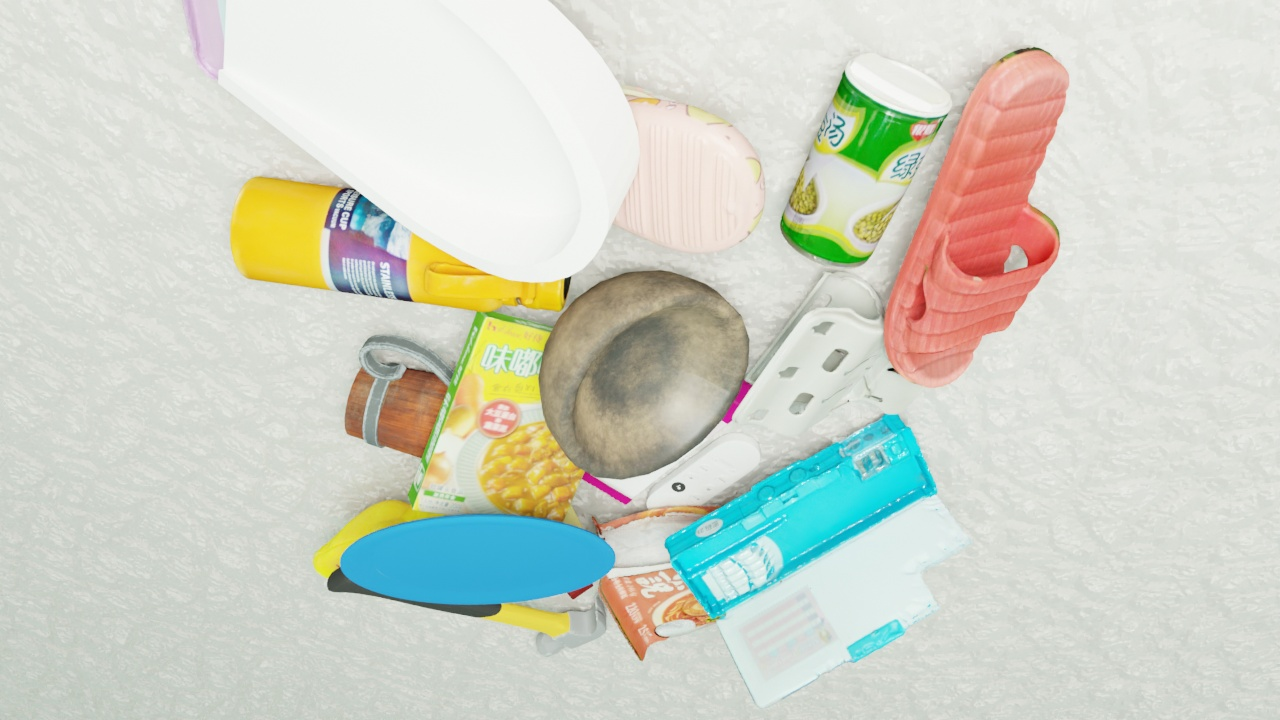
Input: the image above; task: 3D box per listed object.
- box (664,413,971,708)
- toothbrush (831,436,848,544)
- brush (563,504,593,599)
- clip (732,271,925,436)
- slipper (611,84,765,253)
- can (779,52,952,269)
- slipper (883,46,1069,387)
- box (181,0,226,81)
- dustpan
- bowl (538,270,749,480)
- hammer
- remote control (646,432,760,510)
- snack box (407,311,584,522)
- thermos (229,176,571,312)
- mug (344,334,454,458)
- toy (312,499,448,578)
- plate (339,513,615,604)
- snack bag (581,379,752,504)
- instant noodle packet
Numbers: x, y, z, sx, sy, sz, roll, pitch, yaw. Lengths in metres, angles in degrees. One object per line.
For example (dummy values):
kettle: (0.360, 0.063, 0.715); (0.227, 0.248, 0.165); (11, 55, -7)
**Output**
box: (0.155, 0.164, 0.781); (0.227, 0.086, 0.168); (-31, 89, 4)
toothbrush: (0.190, 0.136, 0.844); (0.017, 0.012, 0.187); (-7, 130, 10)
brush: (-0.086, 0.146, 0.854); (0.041, 0.082, 0.173); (-32, 129, -14)
clip: (0.148, -0.006, 0.704); (0.151, 0.105, 0.127); (-3, 142, -34)
slipper: (-0.003, -0.139, 0.590); (0.197, 0.081, 0.093); (21, 134, 23)
can: (0.139, -0.124, 0.581); (0.067, 0.067, 0.121); (15, 132, -5)
slipper: (0.226, -0.071, 0.595); (0.103, 0.059, 0.249); (-19, 134, -24)
box: (-0.182, -0.204, 0.550); (0.214, 0.040, 0.152); (19, 150, 4)
dustpan: (-0.128, -0.144, 0.523); (0.257, 0.053, 0.192); (29, 145, -10)
bowl: (-0.004, 0.004, 0.679); (0.162, 0.070, 0.162); (-20, 133, -24)
hammer: (-0.160, 0.247, 0.917); (0.127, 0.029, 0.323); (-29, 141, 31)
remote control: (0.056, 0.107, 0.838); (0.043, 0.013, 0.137); (34, 128, -20)
snack box: (-0.095, 0.052, 0.730); (0.131, 0.027, 0.168); (15, 106, -30)
thermos: (-0.167, -0.074, 0.658); (0.233, 0.091, 0.076); (8, 146, 1)
mug: (-0.181, 0.032, 0.765); (0.111, 0.081, 0.118); (14, 132, 1)
toy: (-0.216, 0.168, 0.886); (0.194, 0.087, 0.134); (-26, 146, 31)
plate: (-0.134, 0.162, 0.769); (0.224, 0.024, 0.225); (-3, 150, -2)
snack bag: (0.018, 0.065, 0.804); (0.070, 0.016, 0.197); (34, 128, -18)
instant noodle packet: (0.080, 0.198, 0.889); (0.221, 0.083, 0.164); (-15, 135, 5)
